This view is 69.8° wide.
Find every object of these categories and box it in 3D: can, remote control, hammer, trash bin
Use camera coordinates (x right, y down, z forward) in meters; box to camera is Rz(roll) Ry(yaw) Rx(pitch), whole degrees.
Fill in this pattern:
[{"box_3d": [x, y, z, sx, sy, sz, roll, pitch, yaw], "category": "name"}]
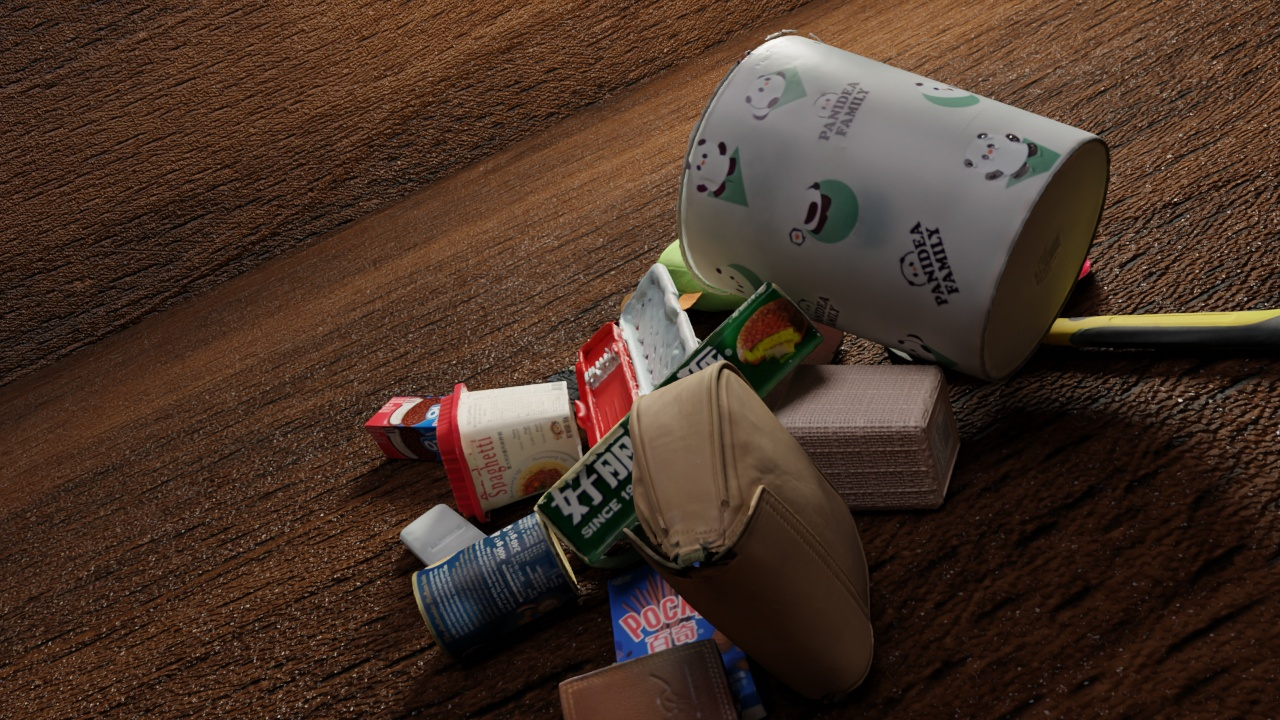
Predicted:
[{"box_3d": [-0.110, 0.174, 0.715, 0.111, 0.075, 0.075, -27, 24, -5], "category": "can"}, {"box_3d": [-0.179, 0.171, 0.852, 0.055, 0.020, 0.136, -35, 26, -24], "category": "remote control"}, {"box_3d": [0.347, -0.020, 0.733, 0.324, 0.032, 0.125, 1, 35, 43], "category": "hammer"}, {"box_3d": [0.195, -0.114, 0.713, 0.252, 0.230, 0.229, 29, 55, 35], "category": "trash bin"}]

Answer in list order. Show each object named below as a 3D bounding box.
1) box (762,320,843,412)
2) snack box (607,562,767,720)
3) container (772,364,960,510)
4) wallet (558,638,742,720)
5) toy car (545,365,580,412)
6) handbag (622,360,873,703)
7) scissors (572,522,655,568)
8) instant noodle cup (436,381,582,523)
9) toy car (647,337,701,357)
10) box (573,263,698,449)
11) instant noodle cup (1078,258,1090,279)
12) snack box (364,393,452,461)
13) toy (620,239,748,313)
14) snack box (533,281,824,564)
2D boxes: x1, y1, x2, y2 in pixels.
[{"box_3d": [0.126, -0.011, 0.855, 0.060, 0.090, 0.183, -3, 30, 42], "category": "box"}, {"box_3d": [0.026, 0.188, 0.617, 0.084, 0.026, 0.157, -23, 24, 4], "category": "snack box"}, {"box_3d": [0.168, 0.056, 0.679, 0.111, 0.090, 0.089, -4, 31, 33], "category": "container"}, {"box_3d": [0.013, 0.225, 0.513, 0.101, 0.032, 0.124, -20, 46, 2], "category": "wallet"}, {"box_3d": [-0.062, 0.038, 0.995, 0.106, 0.031, 0.048, 18, 48, 42], "category": "toy car"}, {"box_3d": [0.065, 0.104, 0.547, 0.100, 0.204, 0.147, -27, 35, 23], "category": "handbag"}, {"box_3d": [0.023, 0.117, 0.749, 0.180, 0.019, 0.139, -8, 40, 39], "category": "scissors"}, {"box_3d": [-0.122, 0.079, 0.888, 0.124, 0.116, 0.116, -13, 25, -1], "category": "instant noodle cup"}, {"box_3d": [0.033, 0.006, 0.971, 0.091, 0.034, 0.042, -18, 22, 10], "category": "toy car"}, {"box_3d": [-0.005, 0.005, 0.886, 0.158, 0.038, 0.200, -49, 27, 19], "category": "box"}, {"box_3d": [0.309, -0.105, 0.848, 0.194, 0.066, 0.193, -10, 17, 3], "category": "instant noodle cup"}, {"box_3d": [-0.223, 0.077, 1.041, 0.208, 0.057, 0.058, -2, 36, 40], "category": "snack box"}, {"box_3d": [0.089, -0.104, 1.072, 0.247, 0.090, 0.226, 6, 36, 48], "category": "toy"}, {"box_3d": [0.026, 0.050, 0.703, 0.240, 0.063, 0.114, -43, -4, -9], "category": "snack box"}]
